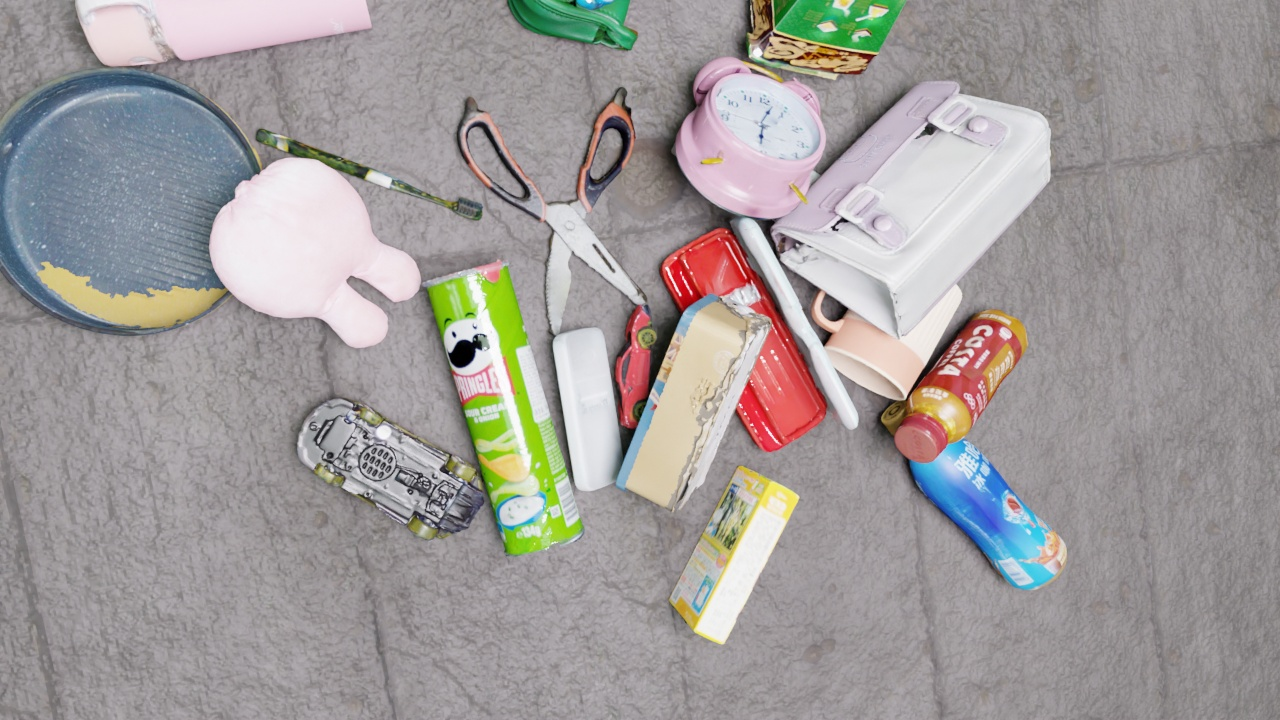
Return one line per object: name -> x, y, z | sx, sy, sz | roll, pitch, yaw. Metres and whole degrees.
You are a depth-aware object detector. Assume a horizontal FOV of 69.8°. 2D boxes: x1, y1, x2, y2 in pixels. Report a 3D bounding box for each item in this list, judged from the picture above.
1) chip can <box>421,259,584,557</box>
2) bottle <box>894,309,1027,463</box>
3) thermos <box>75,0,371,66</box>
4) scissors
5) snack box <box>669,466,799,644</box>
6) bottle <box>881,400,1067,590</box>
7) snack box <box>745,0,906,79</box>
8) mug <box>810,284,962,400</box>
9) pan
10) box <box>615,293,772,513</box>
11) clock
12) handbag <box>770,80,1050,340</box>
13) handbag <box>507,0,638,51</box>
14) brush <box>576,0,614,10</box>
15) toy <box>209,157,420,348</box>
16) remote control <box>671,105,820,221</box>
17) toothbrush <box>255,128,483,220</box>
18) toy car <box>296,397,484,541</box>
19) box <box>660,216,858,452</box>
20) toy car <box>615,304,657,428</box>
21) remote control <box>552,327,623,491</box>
chip can -> -0.109, 0.039, 0.750 | 0.072, 0.072, 0.236 | -17, 97, -12
bottle -> 0.282, 0.023, 0.811 | 0.174, 0.058, 0.057 | -42, 102, -33
thermos -> -0.307, -0.267, 0.682 | 0.198, 0.087, 0.067 | -14, 94, -13
scissors -> -0.070, -0.134, 0.778 | 0.189, 0.015, 0.222 | 13, 90, -13
snack box -> 0.078, 0.164, 0.791 | 0.033, 0.087, 0.140 | 27, 86, -12
bottle -> 0.304, 0.121, 0.852 | 0.218, 0.065, 0.065 | 45, 83, -10
snack box -> 0.159, -0.317, 0.758 | 0.117, 0.106, 0.118 | 6, 72, -16
mug -> 0.212, -0.039, 0.816 | 0.114, 0.082, 0.106 | 33, 84, 0
pan -> -0.455, -0.136, 0.659 | 0.357, 0.078, 0.197 | 15, 89, -13
box -> 0.041, 0.040, 0.748 | 0.062, 0.089, 0.184 | 28, 110, 13
clock -> 0.093, -0.191, 0.751 | 0.117, 0.060, 0.158 | 16, 51, -12
handbag -> 0.224, -0.137, 0.770 | 0.196, 0.145, 0.098 | -45, 138, -11
handbag -> -0.045, -0.329, 0.753 | 0.120, 0.068, 0.131 | 16, 88, -22
brush -> 0.063, -0.359, 0.745 | 0.314, 0.109, 0.060 | -38, 101, -10
toy -> -0.246, -0.078, 0.705 | 0.121, 0.054, 0.159 | -56, 131, -12
remote control -> 0.096, -0.172, 0.811 | 0.135, 0.019, 0.056 | 30, 86, -12
toothbrush -> -0.217, -0.151, 0.743 | 0.185, 0.017, 0.012 | 19, 69, -13
toy car -> -0.201, 0.087, 0.747 | 0.158, 0.042, 0.070 | 34, 85, -13
box -> 0.107, -0.020, 0.781 | 0.095, 0.102, 0.201 | -31, 99, -10
toy car -> -0.005, 0.005, 0.783 | 0.031, 0.049, 0.106 | 5, 94, -9
remote control -> -0.044, 0.041, 0.779 | 0.055, 0.020, 0.136 | -16, 98, -52
